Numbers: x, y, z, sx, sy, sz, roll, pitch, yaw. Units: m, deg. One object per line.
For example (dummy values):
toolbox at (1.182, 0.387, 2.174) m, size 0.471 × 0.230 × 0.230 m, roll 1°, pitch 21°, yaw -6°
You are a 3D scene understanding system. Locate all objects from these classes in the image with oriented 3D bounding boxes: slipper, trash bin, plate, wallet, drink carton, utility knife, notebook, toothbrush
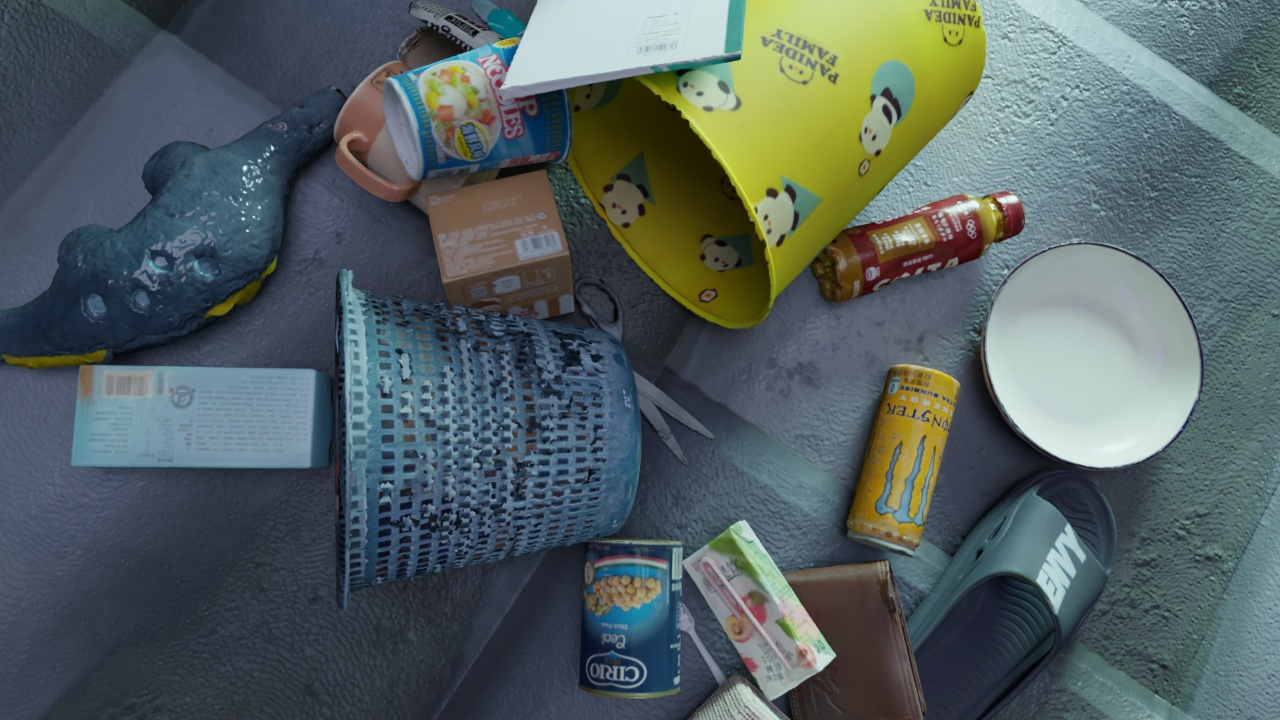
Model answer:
slipper at (0.289, 0.201, 0.712) m, size 0.110 × 0.083 × 0.268 m, roll 44°, pitch 81°, yaw 0°
trash bin at (-0.111, 0.053, 0.642) m, size 0.195 × 0.227 × 0.226 m, roll 1°, pitch 81°, yaw -19°
plate at (0.372, -0.003, 0.772) m, size 0.192 × 0.039 × 0.192 m, roll 1°, pitch 81°, yaw -6°
wallet at (0.154, 0.219, 0.703) m, size 0.101 × 0.032 × 0.124 m, roll -15°, pitch 80°, yaw 21°
drink carton at (0.087, 0.187, 0.693) m, size 0.054 × 0.045 × 0.122 m, roll -39°, pitch 75°, yaw 22°
trash bin at (0.103, -0.190, 0.688) m, size 0.255 × 0.230 × 0.229 m, roll -40°, pitch 87°, yaw -15°
utility knife at (-0.081, -0.254, 0.778) m, size 0.174 × 0.013 × 0.029 m, roll 44°, pitch 77°, yaw 5°
notebook at (-0.002, -0.240, 0.613) m, size 0.150 × 0.012 × 0.208 m, roll -4°, pitch 44°, yaw 13°
toothbrush at (0.074, 0.266, 0.712) m, size 0.016 × 0.016 × 0.180 m, roll -32°, pitch 86°, yaw 1°

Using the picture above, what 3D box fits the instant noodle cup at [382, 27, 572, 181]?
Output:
instant noodle cup at (-0.118, -0.173, 0.646) m, size 0.109 × 0.099 × 0.099 m, roll -21°, pitch 84°, yaw -22°

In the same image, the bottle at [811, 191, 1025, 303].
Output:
bottle at (0.232, -0.099, 0.763) m, size 0.175 × 0.057 × 0.057 m, roll -18°, pitch 84°, yaw -9°

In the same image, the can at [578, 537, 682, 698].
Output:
can at (-0.007, 0.188, 0.686) m, size 0.075 × 0.075 × 0.111 m, roll 3°, pitch 81°, yaw -6°

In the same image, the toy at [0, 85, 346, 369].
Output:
toy at (-0.352, -0.085, 0.693) m, size 0.356 × 0.091 × 0.138 m, roll -41°, pitch 60°, yaw -11°

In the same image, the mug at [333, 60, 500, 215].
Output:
mug at (-0.177, -0.161, 0.708) m, size 0.106 × 0.082 × 0.114 m, roll 39°, pitch 40°, yaw -1°

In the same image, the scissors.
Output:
scissors at (-0.018, 0.012, 0.745) m, size 0.162 × 0.014 × 0.165 m, roll -3°, pitch 83°, yaw -8°

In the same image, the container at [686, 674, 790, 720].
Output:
container at (0.065, 0.299, 0.663) m, size 0.090 × 0.090 × 0.111 m, roll 42°, pitch 86°, yaw 2°

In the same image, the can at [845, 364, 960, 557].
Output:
can at (0.210, 0.079, 0.734) m, size 0.058 × 0.058 × 0.146 m, roll 18°, pitch 80°, yaw -3°

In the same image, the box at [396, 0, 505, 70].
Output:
box at (-0.115, -0.235, 0.735) m, size 0.163 × 0.086 × 0.076 m, roll 33°, pitch 62°, yaw 2°

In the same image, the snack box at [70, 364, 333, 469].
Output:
snack box at (-0.324, 0.044, 0.687) m, size 0.175 × 0.052 × 0.074 m, roll 1°, pitch 82°, yaw -5°

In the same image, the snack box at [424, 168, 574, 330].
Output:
snack box at (-0.105, -0.080, 0.699) m, size 0.092 × 0.094 × 0.077 m, roll -14°, pitch 67°, yaw -8°
